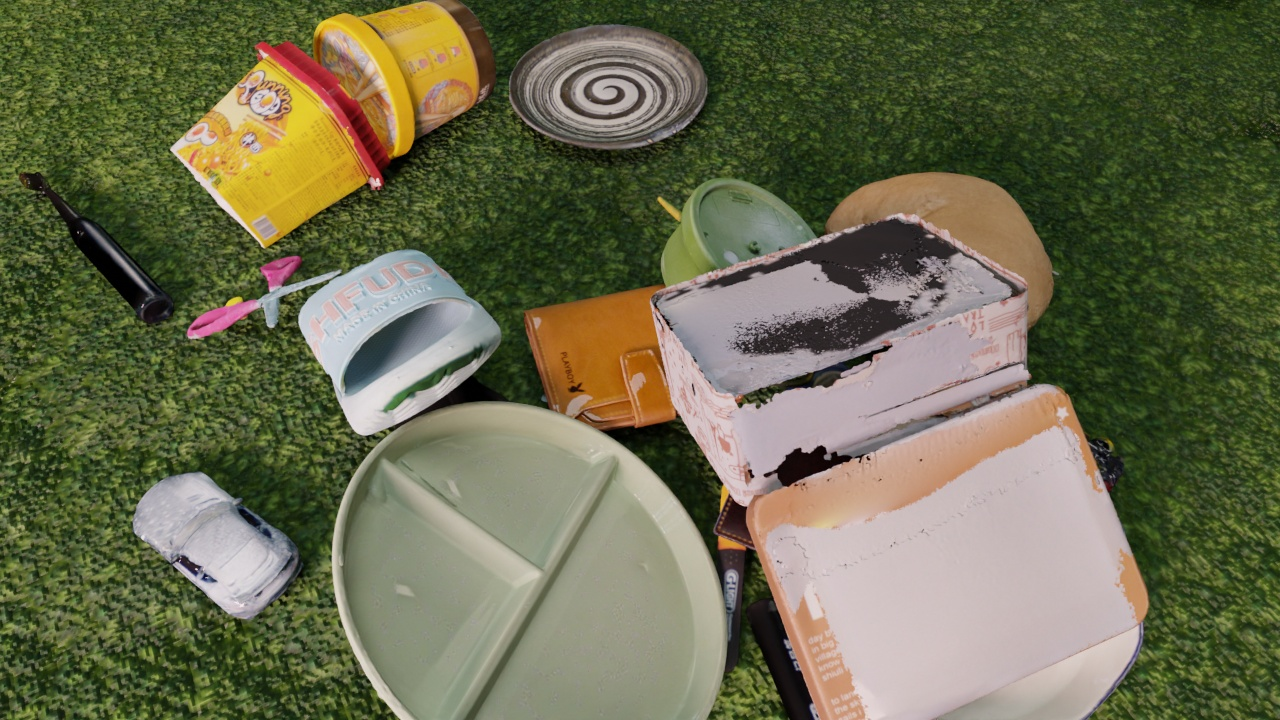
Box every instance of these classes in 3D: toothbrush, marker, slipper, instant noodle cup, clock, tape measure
[{"bbox_3d":[-0.434,-0.096,0.722,0.213,0.026,0.027,37,23,24],"label":"toothbrush"},{"bbox_3d":[0.055,0.128,0.562,0.018,0.015,0.123,2,56,9],"label":"marker"},{"bbox_3d":[-0.165,-0.030,0.587,0.104,0.074,0.245,-33,28,-15],"label":"slipper"},{"bbox_3d":[-0.196,-0.247,0.782,0.118,0.119,0.114,37,55,24],"label":"instant noodle cup"},{"bbox_3d":[0.075,-0.052,0.634,0.116,0.056,0.161,3,56,-33],"label":"clock"},{"bbox_3d":[0.129,0.031,0.627,0.058,0.025,0.054,-31,61,-16],"label":"tape measure"},{"bbox_3d":[-0.286,-0.166,0.728,0.116,0.116,0.123,39,74,24],"label":"instant noodle cup"},{"bbox_3d":[0.090,0.196,0.510,0.022,0.020,0.132,-28,56,11],"label":"marker"}]

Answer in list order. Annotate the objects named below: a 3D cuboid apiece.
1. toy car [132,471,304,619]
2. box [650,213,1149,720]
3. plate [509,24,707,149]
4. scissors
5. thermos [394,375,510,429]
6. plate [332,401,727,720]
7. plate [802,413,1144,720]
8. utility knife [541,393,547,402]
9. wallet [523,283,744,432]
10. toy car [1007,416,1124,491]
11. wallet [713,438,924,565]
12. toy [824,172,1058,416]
[{"bbox_3d":[-0.263,0.110,0.566,0.121,0.037,0.054,28,59,23],"label":"toy car"},{"bbox_3d":[0.128,0.041,0.486,0.179,0.133,0.271,-19,60,-8],"label":"box"},{"bbox_3d":[-0.028,-0.244,0.832,0.179,0.024,0.179,-1,52,1],"label":"plate"},{"bbox_3d":[-0.269,-0.050,0.669,0.133,0.017,0.131,-16,31,19],"label":"scissors"},{"bbox_3d":[-0.098,0.115,0.542,0.090,0.069,0.242,-1,52,-17],"label":"thermos"},{"bbox_3d":[-0.055,0.120,0.501,0.230,0.028,0.229,21,42,-20],"label":"plate"},{"bbox_3d":[0.185,0.125,0.546,0.205,0.046,0.204,0,53,-1],"label":"plate"},{"bbox_3d":[0.022,-0.015,0.665,0.207,0.021,0.031,-24,55,-24],"label":"utility knife"},{"bbox_3d":[-0.004,0.004,0.629,0.130,0.035,0.119,-12,57,-14],"label":"wallet"},{"bbox_3d":[0.264,0.049,0.605,0.106,0.031,0.049,39,34,22],"label":"toy car"},{"bbox_3d":[0.115,0.083,0.538,0.122,0.020,0.096,18,56,17],"label":"wallet"},{"bbox_3d":[0.218,-0.057,0.641,0.143,0.082,0.225,-14,42,6],"label":"toy"}]
